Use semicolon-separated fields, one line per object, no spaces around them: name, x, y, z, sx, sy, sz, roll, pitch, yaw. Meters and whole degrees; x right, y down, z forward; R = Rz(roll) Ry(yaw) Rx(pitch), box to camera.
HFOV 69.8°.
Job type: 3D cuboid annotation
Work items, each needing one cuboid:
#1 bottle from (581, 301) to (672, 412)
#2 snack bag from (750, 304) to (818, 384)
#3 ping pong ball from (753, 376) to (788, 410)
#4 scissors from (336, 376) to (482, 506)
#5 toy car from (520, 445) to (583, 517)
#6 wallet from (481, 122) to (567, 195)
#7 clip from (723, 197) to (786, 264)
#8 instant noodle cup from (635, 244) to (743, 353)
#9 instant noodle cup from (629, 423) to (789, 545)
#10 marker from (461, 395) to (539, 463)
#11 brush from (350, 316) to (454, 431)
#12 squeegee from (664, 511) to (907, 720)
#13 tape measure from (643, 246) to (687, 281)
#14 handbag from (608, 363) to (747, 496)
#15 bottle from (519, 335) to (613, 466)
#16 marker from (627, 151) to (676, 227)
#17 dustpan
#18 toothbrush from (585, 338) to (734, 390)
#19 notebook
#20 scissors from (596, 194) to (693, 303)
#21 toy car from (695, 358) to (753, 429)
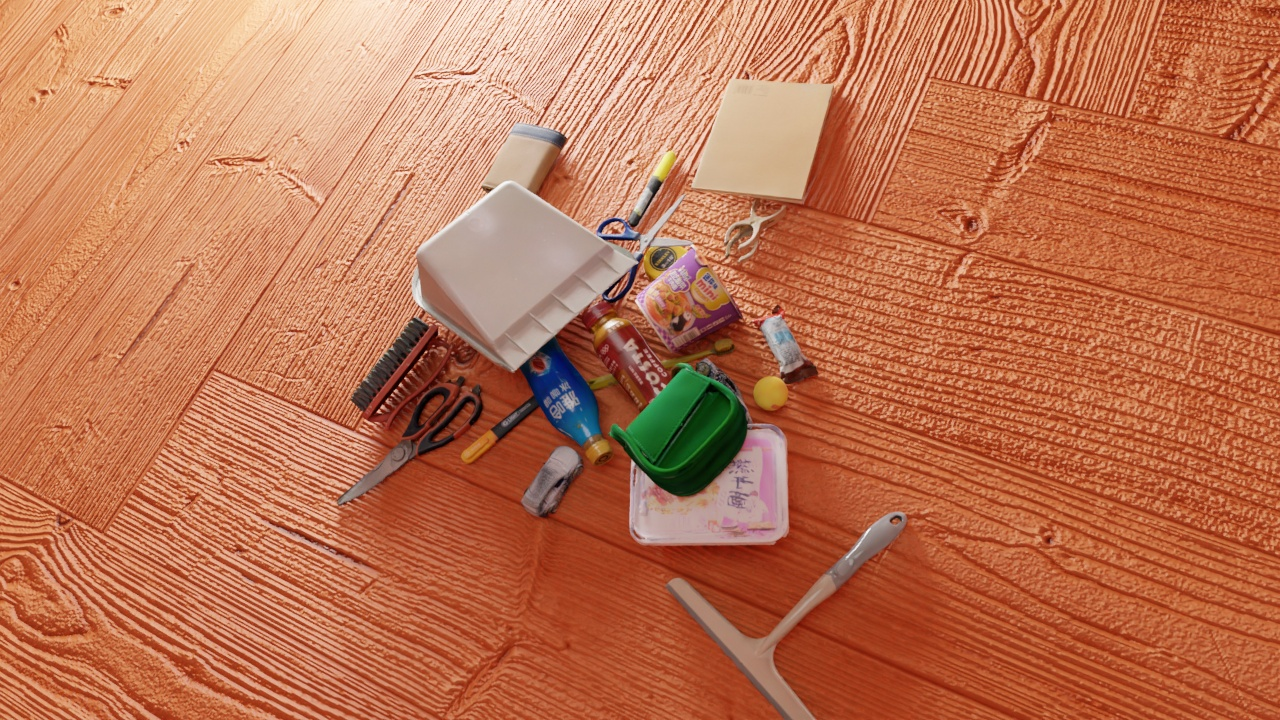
bottle;-0.006;0.006;1.095;0.057;0.057;0.175;-35;73;-6
snack bag;0.172;-0.020;1.104;0.045;0.026;0.105;-20;62;-8
ping pong ball;0.152;0.039;1.072;0.040;0.040;0.040;-5;63;10
scissors;-0.300;0.100;1.154;0.210;0.015;0.176;-9;64;7
toy car;-0.105;0.141;1.082;0.043;0.034;0.090;27;71;26
wallet;-0.165;-0.280;1.302;0.090;0.033;0.115;17;70;22
clip;0.145;-0.169;1.182;0.076;0.035;0.100;27;64;24
instant noodle cup;0.055;-0.069;1.114;0.099;0.111;0.111;-33;62;5
instant noodle cup;0.078;0.144;1.026;0.173;0.060;0.137;-2;64;10
marker;-0.171;0.084;1.134;0.123;0.015;0.018;-39;67;-10
brush;-0.303;0.019;1.172;0.069;0.063;0.145;37;76;-5
squeegee;0.194;0.241;0.965;0.246;0.039;0.246;-41;63;-9
tape measure;0.033;-0.123;1.183;0.057;0.029;0.060;38;78;24
handbag;0.045;0.073;1.002;0.131;0.068;0.120;-45;56;-10
bottle;-0.098;0.035;1.115;0.065;0.065;0.218;-32;63;-5
marker;0.016;-0.233;1.250;0.018;0.015;0.124;23;74;22
dustpan;-0.175;-0.111;1.187;0.258;0.143;0.222;42;69;12
toothbrush;0.023;0.005;1.129;0.190;0.016;0.015;-16;63;4
notebook;0.167;-0.303;1.240;0.150;0.012;0.211;10;61;17
scissors;-0.002;-0.147;1.181;0.176;0.012;0.162;23;88;43
toy car;0.101;0.041;1.077;0.031;0.049;0.105;-34;63;-3
